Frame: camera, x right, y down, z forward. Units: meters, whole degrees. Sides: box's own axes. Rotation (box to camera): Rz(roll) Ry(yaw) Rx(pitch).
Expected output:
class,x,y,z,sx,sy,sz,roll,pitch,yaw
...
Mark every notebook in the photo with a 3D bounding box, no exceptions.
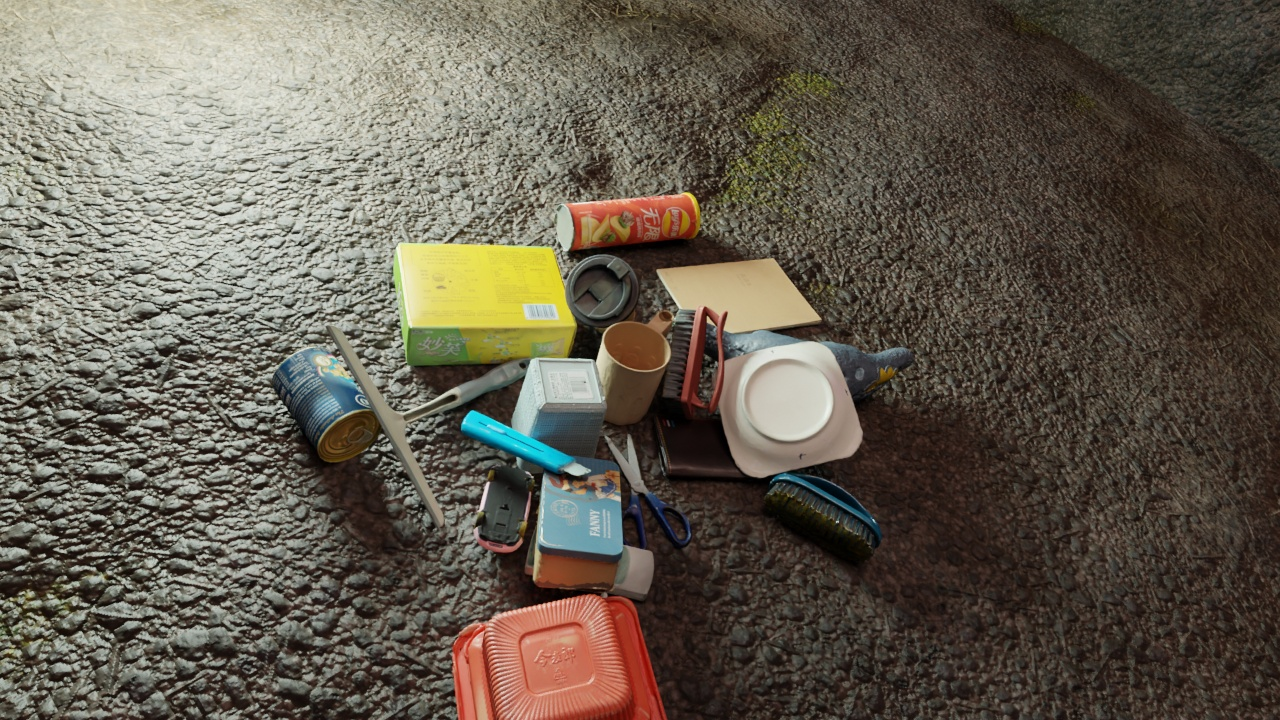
class,x,y,z,sx,sy,sz,roll,pitch,yaw
notebook,0.145,-0.094,1.359,0.211,0.012,0.149,-8,49,-26

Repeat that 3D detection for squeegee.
class,x,y,z,sx,sy,sz,roll,pitch,yaw
squeegee,-0.215,0.041,1.069,0.245,0.039,0.246,-28,87,-50

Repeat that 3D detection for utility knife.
class,x,y,z,sx,sy,sz,roll,pitch,yaw
utility knife,-0.127,0.094,0.998,0.166,0.018,0.034,20,34,23

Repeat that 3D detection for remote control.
class,x,y,z,sx,sy,sz,roll,pitch,yaw
remote control,-0.053,0.215,0.975,0.135,0.019,0.056,14,44,-3

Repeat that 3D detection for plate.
class,x,y,z,sx,sy,sz,roll,pitch,yaw
plate,0.178,0.052,1.122,0.164,0.034,0.163,-14,66,-2

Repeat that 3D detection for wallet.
class,x,y,z,sx,sy,sz,roll,pitch,yaw
wallet,0.079,0.107,1.132,0.122,0.020,0.096,5,45,-18

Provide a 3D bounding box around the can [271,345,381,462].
class,x,y,z,sx,sy,sz,roll,pitch,yaw
can,-0.344,0.046,1.002,0.075,0.075,0.111,-25,58,-36

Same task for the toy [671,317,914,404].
class,x,y,z,sx,sy,sz,roll,pitch,yaw
toy,0.214,0.005,1.227,0.356,0.092,0.137,10,41,-11

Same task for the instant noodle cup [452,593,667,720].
class,x,y,z,sx,sy,sz,roll,pitch,yaw
instant noodle cup,-0.078,0.290,0.840,0.188,0.079,0.164,-11,47,-12

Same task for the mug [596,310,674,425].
class,x,y,z,sx,sy,sz,roll,pitch,yaw
mug,-0.007,0.007,1.138,0.084,0.104,0.124,31,45,12

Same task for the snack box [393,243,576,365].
class,x,y,z,sx,sy,sz,roll,pitch,yaw
snack box,-0.201,-0.074,1.175,0.209,0.070,0.157,-2,48,-20

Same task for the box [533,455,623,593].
class,x,y,z,sx,sy,sz,roll,pitch,yaw
box,-0.065,0.169,0.951,0.089,0.059,0.184,7,24,-9

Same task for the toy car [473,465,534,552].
class,x,y,z,sx,sy,sz,roll,pitch,yaw
toy car,-0.147,0.161,0.989,0.056,0.037,0.122,16,31,-8

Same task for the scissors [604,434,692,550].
class,x,y,z,sx,sy,sz,roll,pitch,yaw
scissors,0.007,0.153,1.065,0.147,0.012,0.168,19,44,1

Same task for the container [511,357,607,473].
class,x,y,z,sx,sy,sz,roll,pitch,yaw
container,-0.093,0.060,1.050,0.090,0.112,0.090,1,47,-18

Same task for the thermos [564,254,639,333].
class,x,y,z,sx,sy,sz,roll,pitch,yaw
thermos,-0.042,-0.076,1.175,0.093,0.143,0.093,-1,79,5

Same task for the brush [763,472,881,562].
class,x,y,z,sx,sy,sz,roll,pitch,yaw
brush,0.218,0.177,1.084,0.144,0.055,0.073,29,45,10

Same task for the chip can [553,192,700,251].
class,x,y,z,sx,sy,sz,roll,pitch,yaw
chip can,-0.018,-0.208,1.370,0.216,0.073,0.073,-9,50,-27

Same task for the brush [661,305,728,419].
class,x,y,z,sx,sy,sz,roll,pitch,yaw
brush,0.072,-0.003,1.147,0.069,0.063,0.145,5,66,13

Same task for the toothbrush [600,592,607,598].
class,x,y,z,sx,sy,sz,roll,pitch,yaw
toothbrush,-0.040,0.309,0.893,0.017,0.016,0.187,18,43,-13
